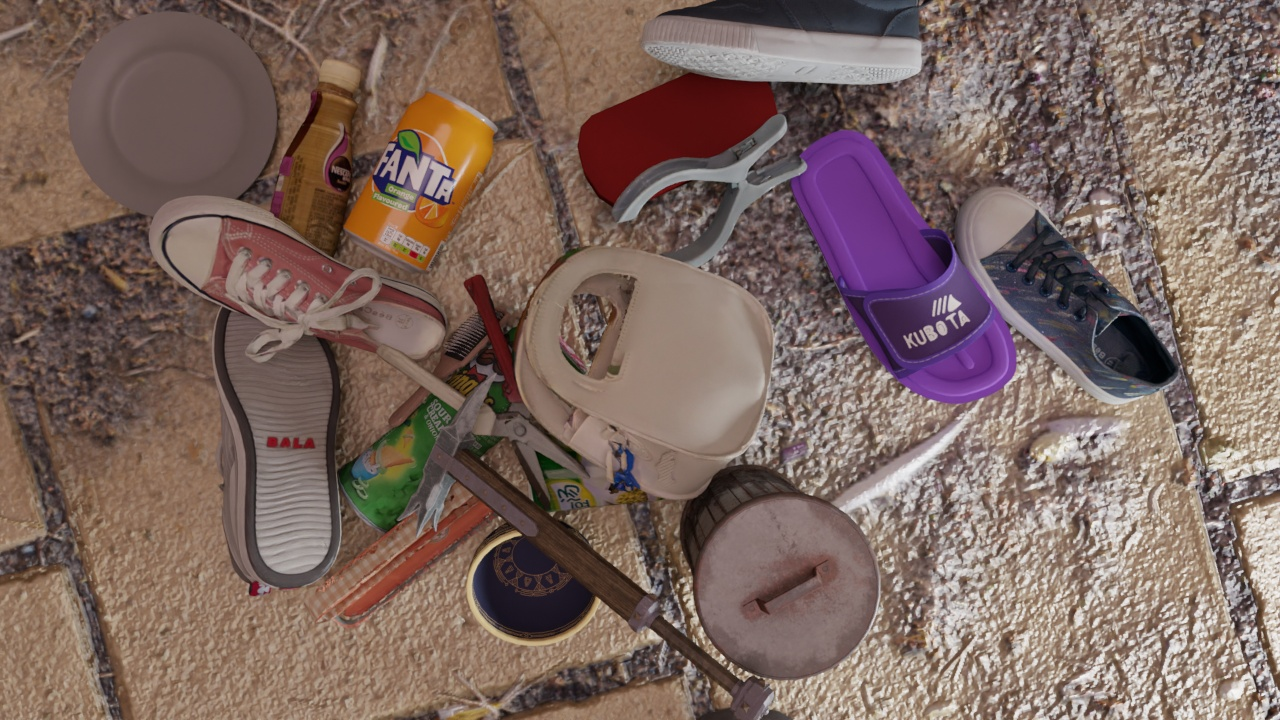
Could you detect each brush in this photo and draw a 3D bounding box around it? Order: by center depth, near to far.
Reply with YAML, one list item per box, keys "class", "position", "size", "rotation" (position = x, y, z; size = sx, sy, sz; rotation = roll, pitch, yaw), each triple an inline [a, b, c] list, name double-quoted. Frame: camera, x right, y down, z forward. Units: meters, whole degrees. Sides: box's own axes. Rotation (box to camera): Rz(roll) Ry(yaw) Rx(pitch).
- class: "brush"
  position: [-0.167, 0.002, 0.775]
  size: [0.135, 0.050, 0.015]
  rotation: [-49, 121, -16]
- class: "brush"
  position: [0.031, -0.195, 0.795]
  size: [0.173, 0.042, 0.082]
  rotation: [-24, 92, -1]

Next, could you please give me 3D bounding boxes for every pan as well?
- class: "pan"
  position: [0.097, 0.490, 0.814]
  size: [0.178, 0.041, 0.357]
  rotation: [-2, 91, -1]

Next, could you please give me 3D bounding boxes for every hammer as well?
- class: "hammer"
  position: [-0.036, 0.145, 0.659]
  size: [0.317, 0.028, 0.147]
  rotation: [34, 108, 23]

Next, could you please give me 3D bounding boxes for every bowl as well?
- class: "bowl"
  position: [-0.090, 0.179, 0.787]
  size: [0.112, 0.061, 0.112]
  rotation: [-2, 110, -5]

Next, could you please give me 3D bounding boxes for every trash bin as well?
- class: "trash bin"
  position: [0.099, 0.156, 0.721]
  size: [0.131, 0.211, 0.131]
  rotation: [0, 91, -2]

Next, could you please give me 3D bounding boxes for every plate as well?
- class: "plate"
  position: [-0.404, -0.212, 0.798]
  size: [0.178, 0.012, 0.178]
  rotation: [0, 91, -2]

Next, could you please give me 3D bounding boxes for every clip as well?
- class: "clip"
  position: [0.045, -0.155, 0.757]
  size: [0.172, 0.029, 0.141]
  rotation: [-40, 130, 11]

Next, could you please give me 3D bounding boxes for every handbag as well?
- class: "handbag"
  position: [-0.004, 0.004, 0.737]
  size: [0.199, 0.093, 0.200]
  rotation: [26, 52, -10]

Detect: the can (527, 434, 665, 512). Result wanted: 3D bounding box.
- class: "can"
  position: [-0.037, 0.092, 0.788]
  size: [0.121, 0.067, 0.067]
  rotation: [-6, 91, -2]

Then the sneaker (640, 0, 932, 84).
- class: "sneaker"
  position: [0.118, -0.273, 0.732]
  size: [0.235, 0.089, 0.087]
  rotation: [1, 95, -7]

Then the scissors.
- class: "scissors"
  position: [-0.124, 0.023, 0.737]
  size: [0.179, 0.015, 0.193]
  rotation: [5, 91, -1]

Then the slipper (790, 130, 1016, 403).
- class: "slipper"
  position: [0.220, -0.074, 0.774]
  size: [0.107, 0.084, 0.266]
  rotation: [-32, 91, 10]

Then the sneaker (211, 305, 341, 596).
- class: "sneaker"
  position: [-0.315, 0.070, 0.773]
  size: [0.096, 0.129, 0.262]
  rotation: [2, 66, -38]

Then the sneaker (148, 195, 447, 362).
- class: "sneaker"
  position: [-0.267, -0.049, 0.729]
  size: [0.241, 0.087, 0.118]
  rotation: [22, 114, -24]

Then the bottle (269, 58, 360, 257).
- class: "bottle"
  position: [-0.272, -0.170, 0.779]
  size: [0.059, 0.059, 0.166]
  rotation: [13, 91, -2]

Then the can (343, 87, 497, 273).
- class: "can"
  position: [-0.183, -0.149, 0.772]
  size: [0.079, 0.079, 0.142]
  rotation: [28, 90, -2]

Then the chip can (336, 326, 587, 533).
- class: "chip can"
  position: [-0.153, 0.053, 0.782]
  size: [0.223, 0.075, 0.075]
  rotation: [-39, 92, 0]

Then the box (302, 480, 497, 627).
- class: "box"
  position: [-0.200, 0.163, 0.788]
  size: [0.187, 0.083, 0.043]
  rotation: [-38, 73, 2]

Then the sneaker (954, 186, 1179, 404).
- class: "sneaker"
  position: [0.365, -0.053, 0.789]
  size: [0.087, 0.079, 0.235]
  rotation: [-42, 92, -1]
